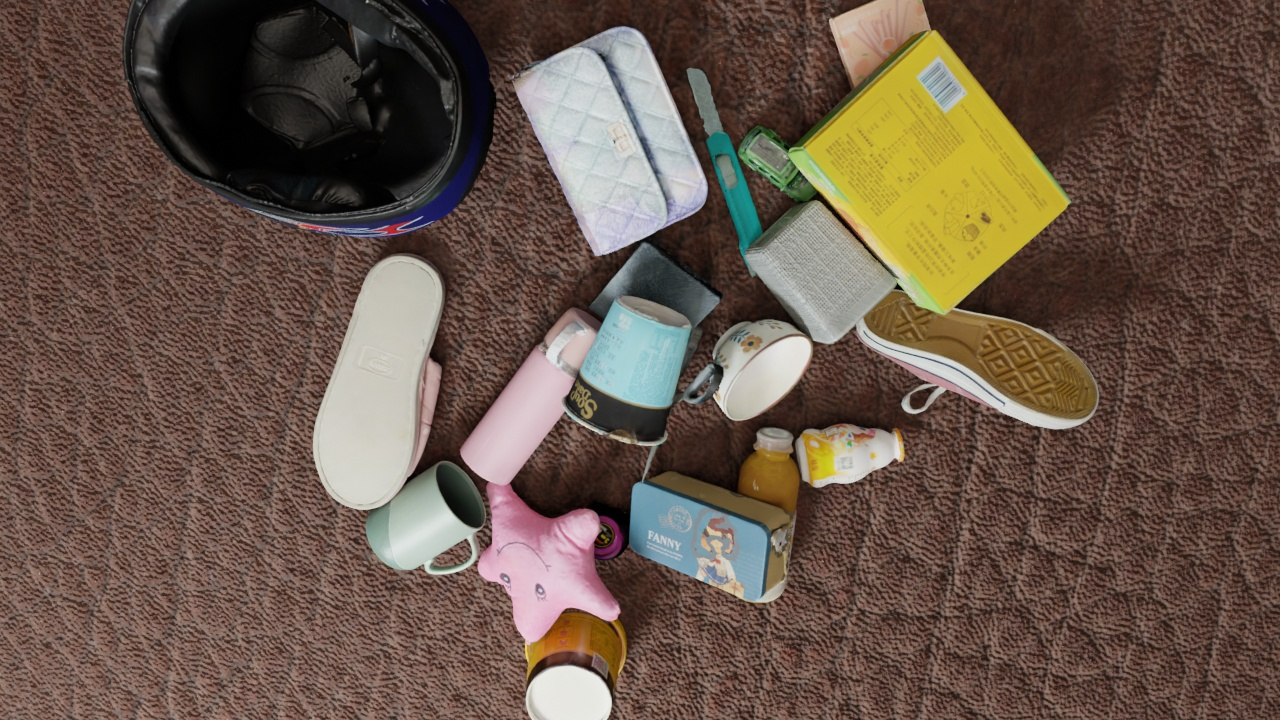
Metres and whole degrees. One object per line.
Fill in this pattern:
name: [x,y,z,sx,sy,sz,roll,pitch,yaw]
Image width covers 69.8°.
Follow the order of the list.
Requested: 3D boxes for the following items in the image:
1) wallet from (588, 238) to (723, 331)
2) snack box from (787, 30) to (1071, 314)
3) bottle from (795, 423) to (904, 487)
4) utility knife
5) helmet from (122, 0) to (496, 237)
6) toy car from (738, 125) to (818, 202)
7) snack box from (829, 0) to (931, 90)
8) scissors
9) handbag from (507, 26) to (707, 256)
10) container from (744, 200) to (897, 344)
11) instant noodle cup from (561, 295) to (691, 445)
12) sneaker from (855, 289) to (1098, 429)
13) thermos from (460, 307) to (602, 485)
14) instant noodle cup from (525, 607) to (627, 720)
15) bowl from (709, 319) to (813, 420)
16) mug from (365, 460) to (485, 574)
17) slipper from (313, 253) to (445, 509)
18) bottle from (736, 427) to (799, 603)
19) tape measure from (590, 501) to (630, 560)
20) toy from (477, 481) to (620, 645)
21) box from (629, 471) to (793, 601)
wallet: [0.013,-0.059,0.925,0.097,0.019,0.121,36,135,-10]
snack box: [0.265,-0.170,0.853,0.158,0.070,0.210,-43,101,6]
bottle: [0.221,0.097,0.970,0.108,0.063,0.063,-9,106,4]
utility knife: [0.088,-0.187,0.917,0.029,0.013,0.217,-21,105,1]
helmet: [-0.252,-0.230,0.790,0.315,0.240,0.247,19,106,8]
toy car: [0.140,-0.192,0.904,0.091,0.036,0.043,33,103,-12]
snack box: [0.247,-0.269,0.883,0.084,0.026,0.157,-21,104,7]
scissors: [0.036,0.042,0.941,0.014,0.160,0.181,18,81,-22]
handbag: [-0.025,-0.213,0.880,0.134,0.075,0.194,-25,103,8]
container: [0.171,-0.090,0.900,0.090,0.090,0.114,-43,98,-1]
instant noodle cup: [-0.005,0.005,0.891,0.111,0.111,0.120,20,105,-4]
sneaker: [0.332,0.004,0.929,0.241,0.088,0.118,23,73,14]
thermos: [-0.110,0.037,0.949,0.067,0.087,0.199,42,105,10]
instant noodle cup: [-0.075,0.345,1.023,0.118,0.114,0.118,0,106,0]
bowl: [0.113,0.000,0.936,0.113,0.113,0.062,-51,56,13]
mug: [-0.226,0.182,0.991,0.106,0.082,0.112,-33,92,13]
slipper: [-0.269,0.022,0.963,0.114,0.054,0.274,13,95,-6]
bottle: [0.134,0.166,0.990,0.068,0.068,0.190,5,106,0]
tape measure: [-0.038,0.190,1.016,0.057,0.039,0.058,19,100,5]
toy: [-0.102,0.229,0.988,0.195,0.074,0.179,15,106,31]
box: [0.067,0.178,0.962,0.184,0.060,0.090,12,107,34]
